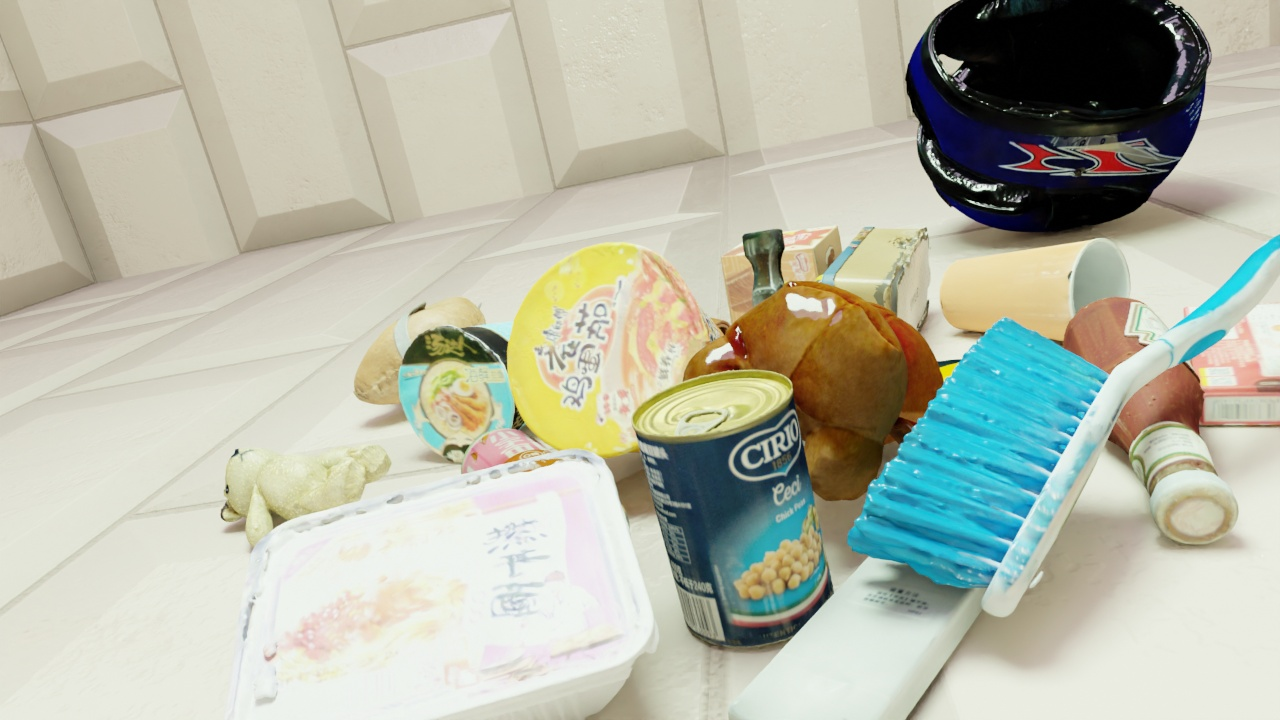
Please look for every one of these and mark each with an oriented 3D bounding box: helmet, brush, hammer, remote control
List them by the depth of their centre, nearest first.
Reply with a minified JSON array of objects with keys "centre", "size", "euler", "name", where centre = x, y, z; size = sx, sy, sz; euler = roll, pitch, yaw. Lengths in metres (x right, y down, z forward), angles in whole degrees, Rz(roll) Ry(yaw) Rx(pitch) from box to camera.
[{"centre":[0.094,0.122,0.383],"size":[0.056,0.019,0.134],"euler":[3,22,41],"name":"remote control"},{"centre":[0.223,0.007,0.450],"size":[0.109,0.061,0.313],"euler":[27,53,27],"name":"brush"},{"centre":[0.165,-0.060,0.808],"size":[0.032,0.126,0.322],"euler":[-5,8,28],"name":"hammer"},{"centre":[0.421,-0.256,0.987],"size":[0.315,0.247,0.241],"euler":[-8,-27,-7],"name":"helmet"}]

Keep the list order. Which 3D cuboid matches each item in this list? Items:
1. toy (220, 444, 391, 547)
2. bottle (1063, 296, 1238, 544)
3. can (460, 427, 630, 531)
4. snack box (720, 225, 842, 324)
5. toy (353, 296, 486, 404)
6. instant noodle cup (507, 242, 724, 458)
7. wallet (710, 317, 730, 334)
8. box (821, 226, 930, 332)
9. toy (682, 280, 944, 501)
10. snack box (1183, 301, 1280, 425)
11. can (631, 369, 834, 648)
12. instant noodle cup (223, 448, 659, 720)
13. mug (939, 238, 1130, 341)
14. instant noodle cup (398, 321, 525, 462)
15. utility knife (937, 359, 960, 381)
[{"centre":[-0.243,0.086,0.658],"size":[0.158,0.066,0.104],"euler":[-10,33,35],"name":"toy"},{"centre":[0.277,0.027,0.502],"size":[0.060,0.060,0.205],"euler":[-6,24,19],"name":"bottle"},{"centre":[-0.062,0.084,0.551],"size":[0.057,0.058,0.147],"euler":[-20,18,-23],"name":"can"},{"centre":[0.144,-0.083,0.910],"size":[0.094,0.077,0.092],"euler":[-2,19,29],"name":"snack box"},{"centre":[-0.219,-0.015,0.930],"size":[0.143,0.082,0.226],"euler":[-27,10,-7],"name":"toy"},{"centre":[-0.004,0.004,0.618],"size":[0.138,0.138,0.109],"euler":[-4,-14,25],"name":"instant noodle cup"},{"centre":[0.010,-0.024,0.901],"size":[0.107,0.031,0.132],"euler":[-18,16,-25],"name":"wallet"},{"centre":[0.194,-0.050,0.750],"size":[0.061,0.090,0.183],"euler":[4,21,27],"name":"box"},{"centre":[0.116,0.018,0.538],"size":[0.140,0.131,0.199],"euler":[38,23,19],"name":"toy"},{"centre":[0.383,-0.001,0.567],"size":[0.075,0.025,0.152],"euler":[-2,20,28],"name":"snack box"},{"centre":[0.045,0.069,0.433],"size":[0.075,0.111,0.075],"euler":[-13,17,4],"name":"can"},{"centre":[-0.084,0.118,0.411],"size":[0.173,0.060,0.138],"euler":[-13,35,-7],"name":"instant noodle cup"},{"centre":[0.302,-0.052,0.716],"size":[0.078,0.078,0.123],"euler":[-22,14,-30],"name":"mug"},{"centre":[-0.117,0.015,0.755],"size":[0.111,0.111,0.120],"euler":[-3,11,28],"name":"instant noodle cup"},{"centre":[0.227,0.029,0.599],"size":[0.033,0.015,0.163],"euler":[-17,18,2],"name":"utility knife"}]
